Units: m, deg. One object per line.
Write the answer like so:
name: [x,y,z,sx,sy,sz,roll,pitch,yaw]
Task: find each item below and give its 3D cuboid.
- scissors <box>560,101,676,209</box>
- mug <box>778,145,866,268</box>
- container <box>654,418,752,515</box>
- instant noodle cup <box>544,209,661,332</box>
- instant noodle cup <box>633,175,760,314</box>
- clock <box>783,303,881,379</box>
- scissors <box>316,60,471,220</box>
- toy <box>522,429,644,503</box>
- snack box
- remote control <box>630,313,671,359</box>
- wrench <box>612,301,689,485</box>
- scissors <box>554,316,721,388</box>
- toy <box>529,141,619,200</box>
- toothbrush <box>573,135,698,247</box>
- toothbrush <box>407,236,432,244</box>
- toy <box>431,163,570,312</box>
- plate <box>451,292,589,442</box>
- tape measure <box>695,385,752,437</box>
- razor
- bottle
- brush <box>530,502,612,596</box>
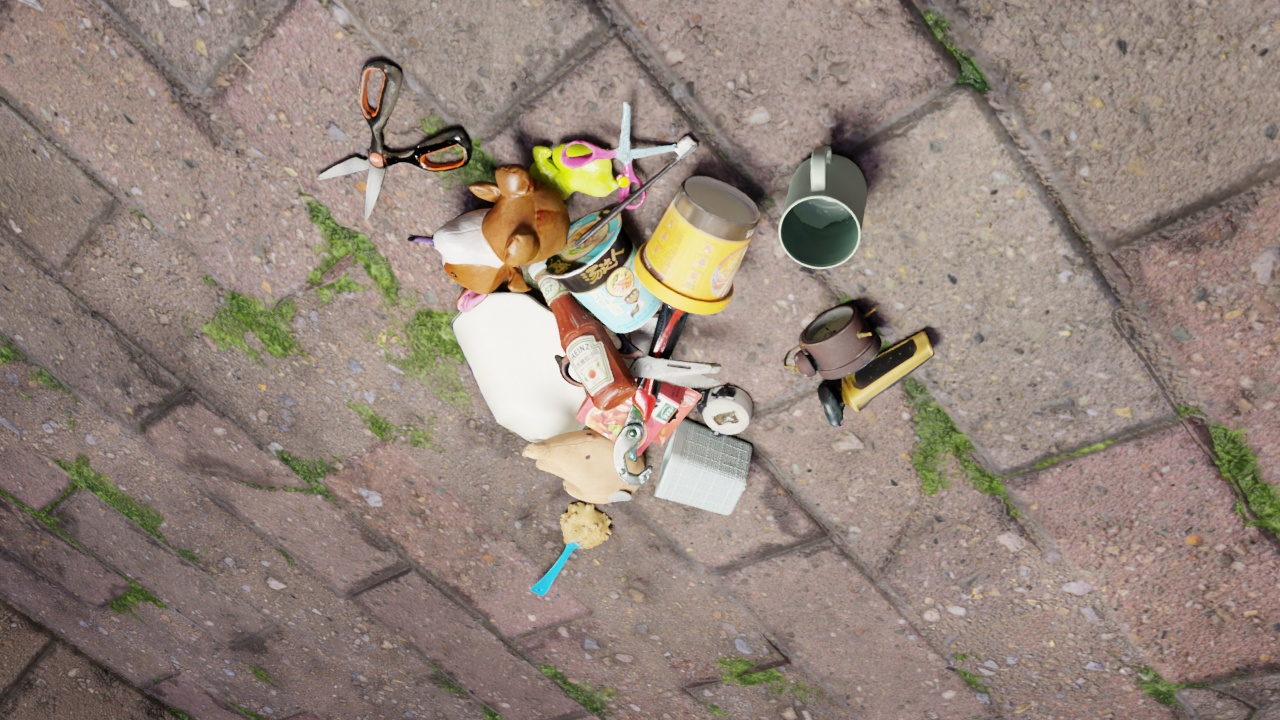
scissors: [-0.023,-0.221,1.006,0.134,0.017,0.134,-4,133,-8]
mug: [0.188,-0.170,0.943,0.082,0.106,0.112,1,130,19]
container: [0.088,0.149,1.266,0.111,0.089,0.090,17,133,-1]
instant noodle cup: [-0.035,-0.099,1.091,0.111,0.111,0.120,-18,129,31]
instant noodle cup: [0.067,-0.132,1.018,0.118,0.118,0.115,24,125,-2]
clock: [0.223,-0.018,1.079,0.122,0.081,0.055,-24,114,32]
scissors: [-0.300,-0.252,1.099,0.228,0.021,0.221,12,132,8]
toy: [-0.075,0.137,1.276,0.143,0.082,0.226,-23,147,13]
snack box: [-0.003,0.062,1.210,0.127,0.044,0.113,30,127,-7]
remote control: [0.015,-0.010,1.196,0.049,0.024,0.125,4,130,16]
wrench: [0.016,0.029,1.149,0.056,0.016,0.274,14,103,-3]
scissors: [-0.004,-0.007,1.132,0.205,0.015,0.198,-34,74,19]
toy: [-0.077,-0.217,1.046,0.096,0.031,0.100,41,134,-21]
toothbrush: [-0.009,-0.185,1.021,0.181,0.015,0.018,-39,119,18]
toothbrush: [-0.210,-0.143,1.167,0.189,0.014,0.017,8,144,13]
toy: [-0.176,-0.140,1.075,0.130,0.140,0.200,4,166,-36]
plate: [-0.154,0.008,1.262,0.162,0.034,0.266,-4,128,20]
tape measure: [0.115,0.066,1.221,0.066,0.033,0.066,-18,123,31]
razor: [0.282,0.019,1.111,0.067,0.062,0.168,19,136,-40]
bottle: [-0.076,-0.037,1.122,0.060,0.059,0.206,-43,71,40]
brush: [-0.124,0.318,1.504,0.083,0.045,0.255,27,127,-9]
